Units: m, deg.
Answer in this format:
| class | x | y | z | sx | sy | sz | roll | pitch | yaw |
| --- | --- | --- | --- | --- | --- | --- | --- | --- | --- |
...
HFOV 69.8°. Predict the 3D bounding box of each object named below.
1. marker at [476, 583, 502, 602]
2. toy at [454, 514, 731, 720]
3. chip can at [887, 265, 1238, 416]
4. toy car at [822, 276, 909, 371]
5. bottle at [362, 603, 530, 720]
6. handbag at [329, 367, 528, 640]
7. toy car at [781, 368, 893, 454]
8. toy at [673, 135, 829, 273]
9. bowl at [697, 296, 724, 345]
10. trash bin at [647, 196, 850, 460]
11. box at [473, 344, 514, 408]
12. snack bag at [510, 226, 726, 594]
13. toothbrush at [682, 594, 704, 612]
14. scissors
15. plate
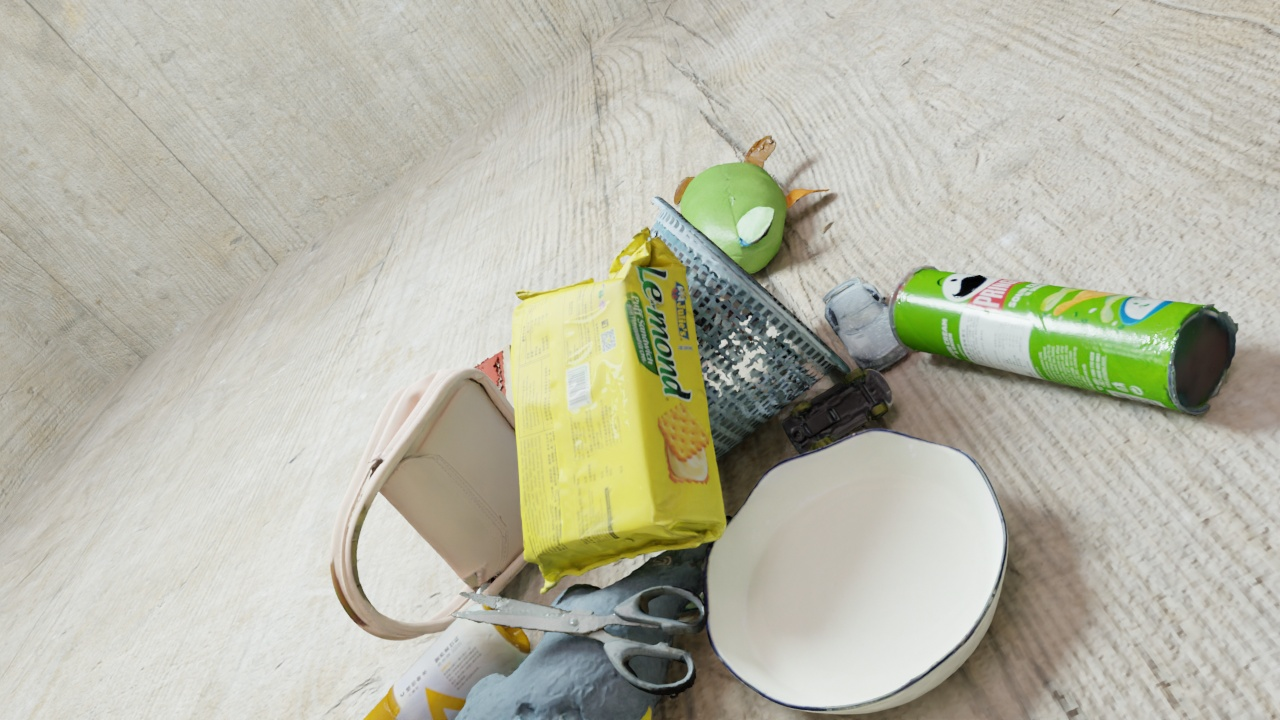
| class | x | y | z | sx | sy | sz | roll | pitch | yaw |
| --- | --- | --- | --- | --- | --- | --- | --- | --- | --- |
| marker | -0.144 | 0.218 | 0.867 | 0.022 | 0.018 | 0.131 | -35 | 25 | -16 |
| toy | -0.058 | 0.240 | 0.653 | 0.356 | 0.091 | 0.138 | -41 | 18 | -2 |
| chip can | 0.288 | -0.021 | 0.659 | 0.072 | 0.072 | 0.236 | -45 | 29 | -14 |
| toy car | 0.201 | -0.034 | 0.823 | 0.054 | 0.037 | 0.120 | -32 | 31 | 11 |
| bottle | -0.172 | 0.282 | 0.741 | 0.189 | 0.068 | 0.068 | -46 | 28 | -3 |
| handbag | -0.181 | 0.141 | 0.828 | 0.094 | 0.193 | 0.233 | -16 | 30 | 40 |
| toy car | 0.161 | 0.042 | 0.745 | 0.090 | 0.042 | 0.035 | -34 | -17 | 11 |
| toy | 0.111 | -0.180 | 1.098 | 0.227 | 0.090 | 0.246 | -19 | 35 | 12 |
| bowl | 0.049 | -0.067 | 1.029 | 0.114 | 0.062 | 0.113 | -28 | 30 | 18 |
| trash bin | 0.035 | 0.003 | 0.804 | 0.195 | 0.226 | 0.226 | -48 | 26 | 8 |
| box | -0.157 | 0.062 | 1.041 | 0.079 | 0.091 | 0.168 | -31 | 28 | 5 |
| snack bag | -0.029 | 0.038 | 0.684 | 0.158 | 0.068 | 0.246 | -21 | 68 | 35 |
| toothbrush | 0.059 | 0.174 | 0.690 | 0.192 | 0.018 | 0.016 | -24 | 31 | 25 |
| scissors | -0.039 | 0.171 | 0.620 | 0.145 | 0.014 | 0.172 | -37 | 53 | -20 |
| plate | 0.139 | 0.138 | 0.603 | 0.205 | 0.045 | 0.204 | -26 | 35 | 20 |
